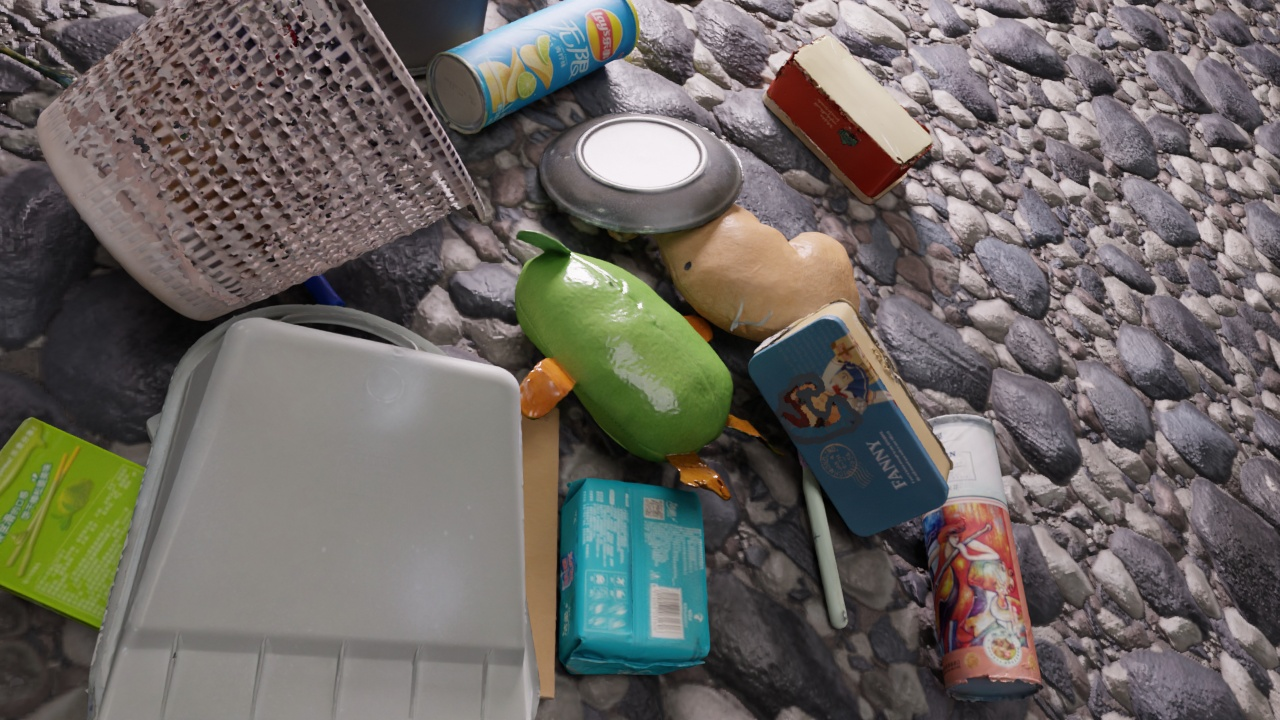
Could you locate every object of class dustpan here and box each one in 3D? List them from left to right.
[{"bbox_3d":[-0.177,0.075,0.548,0.222,0.143,0.257,13,73,-27],"label":"dustpan"}]

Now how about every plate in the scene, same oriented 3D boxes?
[{"bbox_3d":[0.001,-0.172,0.791,0.179,0.024,0.179,2,48,-2],"label":"plate"}]

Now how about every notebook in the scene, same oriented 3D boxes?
[{"bbox_3d":[-0.125,0.106,0.598,0.149,0.012,0.211,13,52,-20],"label":"notebook"}]

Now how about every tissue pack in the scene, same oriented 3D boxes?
[{"bbox_3d":[-0.006,0.141,0.615,0.093,0.050,0.133,11,56,-17],"label":"tissue pack"}]

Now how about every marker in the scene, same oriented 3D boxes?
[{"bbox_3d":[-0.259,-0.092,0.660,0.016,0.017,0.146,-30,76,-36],"label":"marker"}]

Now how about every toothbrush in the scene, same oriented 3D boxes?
[{"bbox_3d":[-0.392,-0.193,0.659,0.186,0.017,0.012,27,49,-8],"label":"toothbrush"},{"bbox_3d":[0.135,0.115,0.721,0.029,0.020,0.189,28,45,-50],"label":"toothbrush"}]

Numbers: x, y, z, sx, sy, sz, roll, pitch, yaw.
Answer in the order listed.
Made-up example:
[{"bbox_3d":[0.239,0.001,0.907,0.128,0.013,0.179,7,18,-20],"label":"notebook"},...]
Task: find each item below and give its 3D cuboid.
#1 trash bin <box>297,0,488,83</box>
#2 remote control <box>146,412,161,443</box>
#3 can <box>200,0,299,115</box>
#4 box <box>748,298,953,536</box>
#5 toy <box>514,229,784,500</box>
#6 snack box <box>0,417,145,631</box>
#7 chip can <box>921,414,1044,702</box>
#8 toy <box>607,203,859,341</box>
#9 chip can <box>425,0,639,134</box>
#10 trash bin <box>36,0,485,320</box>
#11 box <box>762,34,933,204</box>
[{"bbox_3d":[-0.212,-0.376,0.733,0.198,0.220,0.199,-21,69,-35],"label":"trash bin"},{"bbox_3d":[-0.248,0.084,0.554,0.056,0.019,0.135,-19,70,-33],"label":"remote control"},{"bbox_3d":[-0.291,-0.234,0.684,0.066,0.094,0.066,12,56,-19],"label":"can"},{"bbox_3d":[0.167,0.049,0.710,0.184,0.090,0.061,56,31,0],"label":"box"},{"bbox_3d":[-0.004,0.004,0.677,0.246,0.090,0.226,47,33,15],"label":"toy"},{"bbox_3d":[-0.287,0.101,0.503,0.156,0.026,0.085,24,61,-3],"label":"snack box"},{"bbox_3d":[0.261,0.153,0.725,0.071,0.071,0.214,14,56,-18],"label":"chip can"},{"bbox_3d":[0.083,-0.079,0.783,0.226,0.083,0.143,16,39,-13],"label":"toy"},{"bbox_3d":[-0.091,-0.274,0.820,0.071,0.071,0.209,45,52,6],"label":"chip can"},{"bbox_3d":[-0.236,-0.135,0.569,0.192,0.228,0.227,-34,77,-7],"label":"trash bin"},{"bbox_3d":[0.221,-0.258,0.956,0.168,0.080,0.091,48,53,7],"label":"box"}]
